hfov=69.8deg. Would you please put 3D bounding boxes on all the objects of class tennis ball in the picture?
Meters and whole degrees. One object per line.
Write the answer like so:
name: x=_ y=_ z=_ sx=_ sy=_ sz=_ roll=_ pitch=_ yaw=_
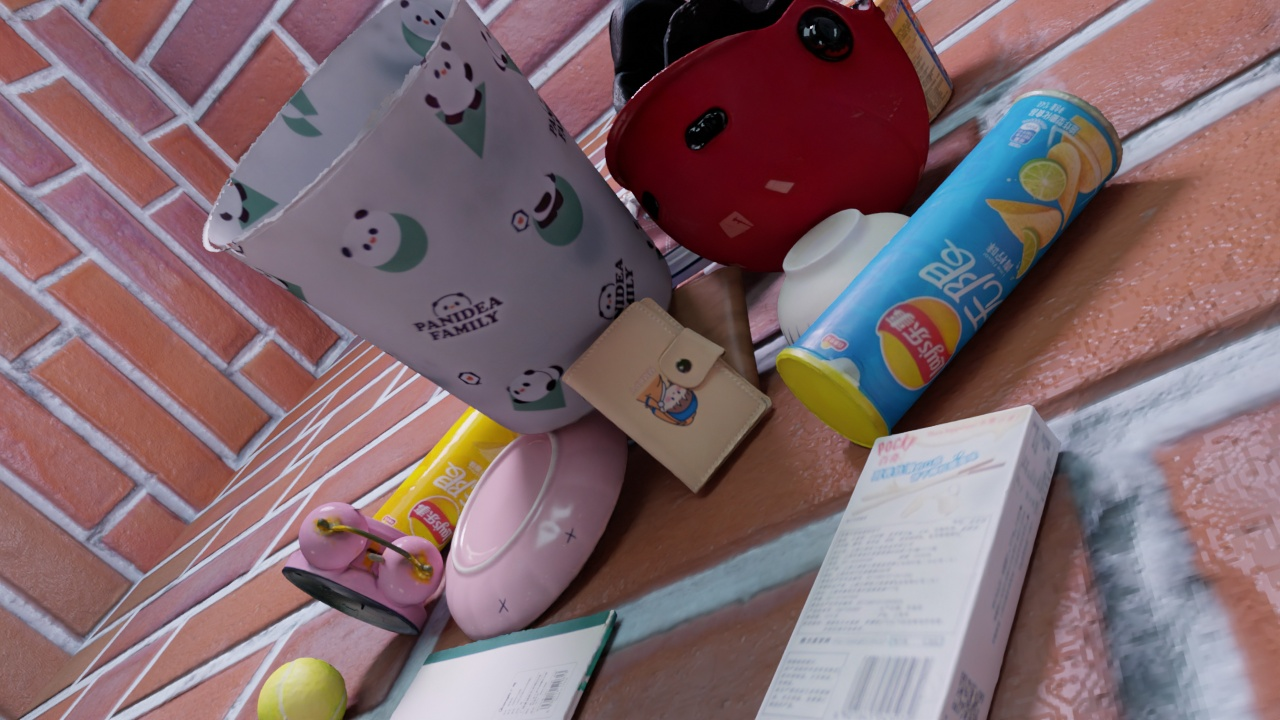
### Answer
tennis ball: x=-0.259 y=0.263 z=0.705 sx=0.065 sy=0.065 sz=0.065 roll=-38 pitch=18 yaw=15

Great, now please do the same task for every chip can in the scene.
chip can: x=-0.168 y=0.103 z=0.869 sx=0.212 sy=0.072 sz=0.072 roll=-51 pitch=19 yaw=-26
chip can: x=0.168 y=-0.052 z=0.498 sx=0.210 sy=0.071 sz=0.071 roll=-47 pitch=18 yaw=-10

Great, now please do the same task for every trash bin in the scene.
trash bin: x=-0.123 y=-0.088 z=0.642 sx=0.230 sy=0.252 sz=0.229 roll=-28 pitch=39 yaw=25

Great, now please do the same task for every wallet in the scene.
wallet: x=0.031 y=-0.004 z=0.662 sx=0.116 sy=0.020 sz=0.101 roll=-22 pitch=62 yaw=34
wallet: x=0.020 y=0.017 z=0.596 sx=0.087 sy=0.115 sz=0.024 roll=-47 pitch=-12 yaw=-18

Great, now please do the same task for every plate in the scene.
plate: x=-0.087 y=0.109 z=0.675 sx=0.193 sy=0.039 sz=0.192 roll=-41 pitch=27 yaw=25

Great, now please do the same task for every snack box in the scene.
snack box: x=0.110 y=0.089 z=0.372 sx=0.085 sy=0.027 sz=0.156 roll=-21 pitch=28 yaw=50

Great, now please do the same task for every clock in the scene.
clock: x=-0.212 y=0.161 z=0.718 sx=0.059 sy=0.117 sz=0.159 roll=-66 pitch=6 yaw=-28

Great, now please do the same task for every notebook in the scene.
notebook: x=-0.110 y=0.227 z=0.551 sx=0.210 sy=0.012 sz=0.150 roll=-27 pitch=24 yaw=42

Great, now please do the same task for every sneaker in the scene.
sneaker: x=0.014 y=-0.111 z=0.806 sx=0.241 sy=0.088 sz=0.118 roll=-35 pitch=11 yaw=-8

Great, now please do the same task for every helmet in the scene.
helmet: x=0.106 y=-0.139 z=0.653 sx=0.239 sy=0.144 sz=0.208 roll=-22 pitch=-18 yaw=-37
helmet: x=0.094 y=-0.364 z=1.117 sx=0.275 sy=0.230 sz=0.233 roll=-43 pitch=32 yaw=3

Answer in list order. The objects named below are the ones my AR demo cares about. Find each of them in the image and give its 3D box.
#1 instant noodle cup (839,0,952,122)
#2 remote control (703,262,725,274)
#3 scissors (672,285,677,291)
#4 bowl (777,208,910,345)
instant noodle cup: x=0.198 y=-0.252 z=0.825 sx=0.151 sy=0.111 sz=0.151 roll=-38 pitch=18 yaw=15
remote control: x=0.109 y=-0.123 z=0.845 sx=0.136 sy=0.020 sz=0.055 roll=-39 pitch=18 yaw=45
scissors: x=0.027 y=-0.078 z=0.922 sx=0.225 sy=0.015 sz=0.188 roll=-30 pitch=24 yaw=55
bowl: x=0.133 y=-0.052 z=0.583 sx=0.117 sy=0.066 sz=0.116 roll=-38 pitch=18 yaw=15
